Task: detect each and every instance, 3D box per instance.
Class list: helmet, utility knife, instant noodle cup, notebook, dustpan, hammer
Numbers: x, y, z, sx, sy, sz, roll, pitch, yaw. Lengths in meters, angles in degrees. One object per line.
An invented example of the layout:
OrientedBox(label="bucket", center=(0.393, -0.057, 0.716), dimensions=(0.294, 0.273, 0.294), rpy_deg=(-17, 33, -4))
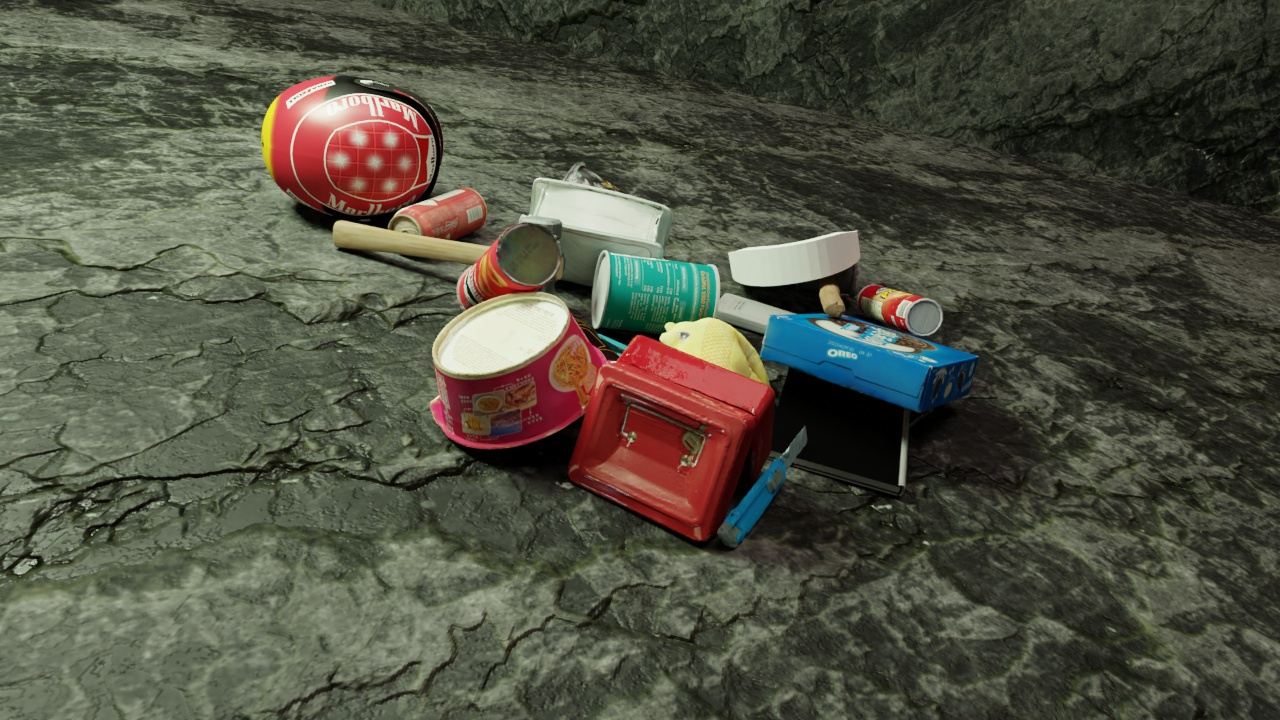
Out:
OrientedBox(label="helmet", center=(-0.397, -0.304, 1.319), dimensions=(0.270, 0.198, 0.225), rpy_deg=(-5, 24, -30))
OrientedBox(label="utility knife", center=(0.126, 0.119, 0.898), dimensions=(0.015, 0.031, 0.224), rpy_deg=(-11, 17, 33))
OrientedBox(label="instant noodle cup", center=(-0.126, 0.000, 0.900), dimensions=(0.179, 0.078, 0.178), rpy_deg=(-11, 35, 7))
OrientedBox(label="notebook", center=(0.230, 0.070, 1.044), dimensions=(0.149, 0.016, 0.206), rpy_deg=(15, 31, 10))
OrientedBox(label="instant noodle cup", center=(-0.069, -0.209, 1.368), dimensions=(0.112, 0.137, 0.137), rpy_deg=(27, 28, 5))
OrientedBox(label="dustpan", center=(0.229, -0.172, 1.379), dimensions=(0.192, 0.053, 0.257), rpy_deg=(-9, 17, 11))
OrientedBox(label="hammer", center=(0.268, -0.100, 1.302), dimensions=(0.098, 0.052, 0.327), rpy_deg=(7, 14, 9))
OrientedBox(label="hammer", center=(-0.254, -0.143, 1.194), dimensions=(0.323, 0.117, 0.051), rpy_deg=(10, 16, 15))

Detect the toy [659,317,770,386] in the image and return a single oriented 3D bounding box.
OrientedBox(label="toy", center=(0.089, 0.010, 1.049), dimensions=(0.155, 0.065, 0.170), rpy_deg=(38, 28, -6))

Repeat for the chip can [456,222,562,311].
OrientedBox(label="chip can", center=(-0.151, -0.095, 1.025), dimensions=(0.073, 0.073, 0.233), rpy_deg=(2, -6, -20))

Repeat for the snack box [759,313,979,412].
OrientedBox(label="snack box", center=(0.279, -0.004, 1.100), dimensions=(0.196, 0.056, 0.238), rpy_deg=(21, 13, 29))

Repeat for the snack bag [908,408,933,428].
OrientedBox(label="snack bag", center=(0.278, 0.039, 1.143), dimensions=(0.155, 0.018, 0.074), rpy_deg=(28, 31, 30))

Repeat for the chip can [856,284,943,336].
OrientedBox(label="chip can", center=(0.360, -0.073, 1.288), dimensions=(0.052, 0.052, 0.214), rpy_deg=(10, 9, -5))

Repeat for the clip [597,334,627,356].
OrientedBox(label="clip", center=(-0.009, 0.014, 1.062), dimensions=(0.130, 0.031, 0.121), rpy_deg=(12, 31, -2))

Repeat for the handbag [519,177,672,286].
OrientedBox(label="handbag", center=(-0.063, -0.162, 1.257), dimensions=(0.198, 0.142, 0.096), rpy_deg=(12, 57, -2))

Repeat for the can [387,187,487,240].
OrientedBox(label="can", center=(-0.287, -0.199, 1.310), dimensions=(0.067, 0.067, 0.169), rpy_deg=(20, 28, 15))

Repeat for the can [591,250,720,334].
OrientedBox(label="can", center=(0.018, -0.082, 1.176), dimensions=(0.144, 0.099, 0.099), rpy_deg=(6, 27, -13))

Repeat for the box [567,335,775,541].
OrientedBox(label="box", center=(0.044, 0.062, 0.886), dimensions=(0.157, 0.147, 0.155), rpy_deg=(24, 17, 22))

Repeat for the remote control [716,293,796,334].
OrientedBox(label="remote control", center=(0.178, -0.055, 1.282), dimensions=(0.151, 0.019, 0.074), rpy_deg=(18, 27, 13))

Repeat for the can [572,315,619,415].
OrientedBox(label="can", center=(-0.062, 0.006, 0.998), dimensions=(0.071, 0.072, 0.128), rpy_deg=(-6, 32, -32))
